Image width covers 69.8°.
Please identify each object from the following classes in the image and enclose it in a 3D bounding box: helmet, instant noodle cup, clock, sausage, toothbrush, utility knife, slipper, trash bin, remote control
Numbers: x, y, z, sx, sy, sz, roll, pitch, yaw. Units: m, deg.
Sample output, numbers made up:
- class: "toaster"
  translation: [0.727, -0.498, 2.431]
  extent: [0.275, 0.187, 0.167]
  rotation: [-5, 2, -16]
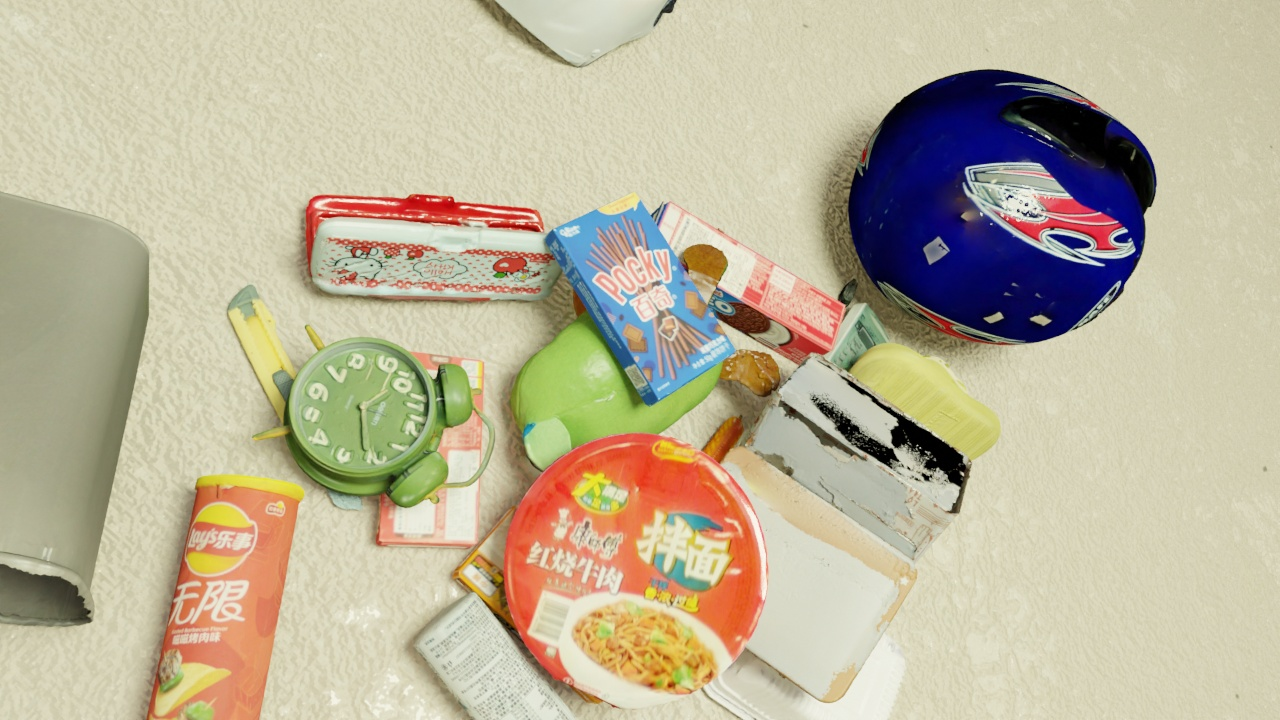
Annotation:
- class: "helmet"
  translation: [-0.046, -0.431, 0.875]
  extent: [0.229, 0.146, 0.257]
  rotation: [45, 61, -5]
- class: "instant noodle cup"
  translation: [0.151, 0.261, 0.787]
  extent: [0.173, 0.060, 0.137]
  rotation: [35, 62, -9]
- class: "helmet"
  translation: [0.364, -0.133, 0.901]
  extent: [0.315, 0.248, 0.239]
  rotation: [13, 50, -12]
- class: "instant noodle cup"
  translation: [-0.003, 0.154, 0.687]
  extent: [0.194, 0.066, 0.193]
  rotation: [-1, 77, 5]
- class: "clock"
  translation: [-0.187, 0.044, 0.676]
  extent: [0.161, 0.056, 0.116]
  rotation: [20, 69, -8]
- class: "sausage"
  translation: [0.048, 0.107, 0.811]
  extent: [0.021, 0.022, 0.164]
  rotation: [43, 61, -6]
- class: "toothbrush"
  translation: [0.183, -0.009, 0.915]
  extent: [0.014, 0.016, 0.189]
  rotation: [31, 64, -4]
- class: "utility knife"
  translation: [-0.265, 0.031, 0.701]
  extent: [0.030, 0.020, 0.195]
  rotation: [-27, 90, -23]
- class: "slipper"
  translation: [0.274, 0.037, 0.909]
  extent: [0.190, 0.092, 0.081]
  rotation: [30, 30, -25]
- class: "trash bin"
  translation: [-0.404, 0.029, 0.544]
  extent: [0.199, 0.199, 0.219]
  rotation: [14, 60, -22]
- class: "remote control"
  translation: [0.202, 0.006, 0.908]
  extent: [0.056, 0.019, 0.134]
  rotation: [52, 58, -23]

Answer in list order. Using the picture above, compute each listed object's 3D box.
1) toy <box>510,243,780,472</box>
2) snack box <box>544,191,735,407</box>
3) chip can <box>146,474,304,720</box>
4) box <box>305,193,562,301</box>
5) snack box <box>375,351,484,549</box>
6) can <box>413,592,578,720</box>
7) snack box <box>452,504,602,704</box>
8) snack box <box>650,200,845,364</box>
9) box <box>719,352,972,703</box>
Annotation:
- class: "toy"
  translation: [-0.005, 0.005, 0.780]
  extent: [0.246, 0.090, 0.227]
  rotation: [-26, 101, -23]
- class: "snack box"
  translation: [0.000, -0.051, 0.729]
  extent: [0.084, 0.026, 0.157]
  rotation: [-31, 87, -29]
- class: "chip can"
  translation: [-0.280, 0.186, 0.608]
  extent: [0.073, 0.073, 0.216]
  rotation: [12, 69, -21]
- class: "box"
  translation: [-0.160, -0.100, 0.740]
  extent: [0.201, 0.102, 0.095]
  rotation: [0, 74, -25]
- class: "snack box"
  translation: [-0.165, 0.070, 0.724]
  extent: [0.075, 0.026, 0.152]
  rotation: [6, 70, -22]
- class: "can"
  translation: [-0.101, 0.244, 0.677]
  extent: [0.058, 0.058, 0.146]
  rotation: [-40, 92, -30]
- class: "snack box"
  translation: [-0.068, 0.193, 0.727]
  extent: [0.153, 0.026, 0.075]
  rotation: [44, 61, -5]
- class: "snack box"
  translation: [0.092, -0.072, 0.871]
  extent: [0.207, 0.057, 0.058]
  rotation: [29, 66, -14]
- class: "box"
  translation: [0.152, 0.121, 0.758]
  extent: [0.179, 0.131, 0.271]
  rotation: [35, 55, 11]
